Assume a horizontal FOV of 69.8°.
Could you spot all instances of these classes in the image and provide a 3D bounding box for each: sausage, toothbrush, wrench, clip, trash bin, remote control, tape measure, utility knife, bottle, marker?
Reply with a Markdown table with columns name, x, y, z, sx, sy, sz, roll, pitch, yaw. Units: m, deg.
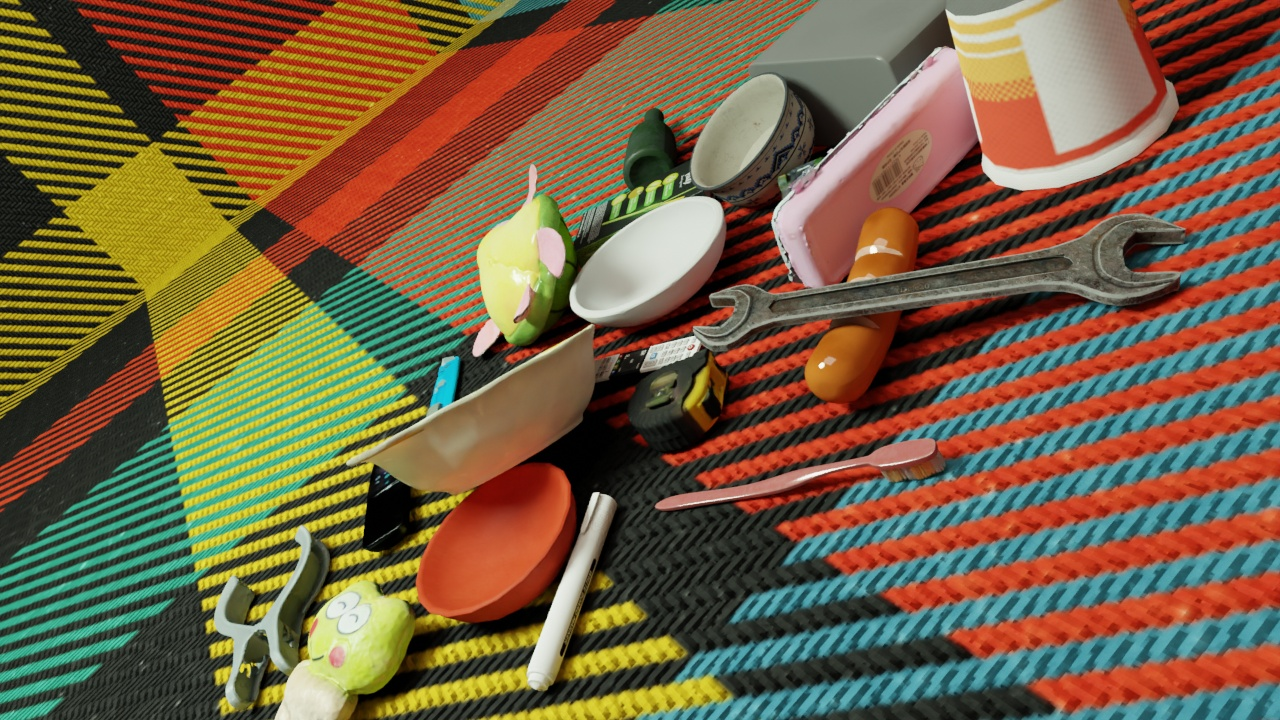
| name | x | y | z | sx | sy | sz | roll | pitch | yaw |
| --- | --- | --- | --- | --- | --- | --- | --- | --- | --- |
| sausage | 0.143 | -0.036 | 0.576 | 0.039 | 0.044 | 0.163 | -13 | 37 | 43 |
| toothbrush | 0.082 | 0.071 | 0.524 | 0.185 | 0.016 | 0.015 | -17 | 34 | 36 |
| wrench | 0.164 | -0.042 | 0.529 | 0.274 | 0.010 | 0.069 | -8 | 42 | 17 |
| clip | -0.269 | 0.181 | 0.722 | 0.143 | 0.029 | 0.172 | -42 | 30 | -7 |
| trash bin | 0.235 | -0.289 | 0.791 | 0.219 | 0.097 | 0.192 | -44 | 30 | -11 |
| remote control | -0.004 | 0.004 | 0.709 | 0.124 | 0.012 | 0.028 | -13 | 37 | 36 |
| tape measure | 0.022 | 0.029 | 0.619 | 0.067 | 0.038 | 0.062 | -21 | 33 | 25 |
| remote control | -0.209 | 0.107 | 0.773 | 0.041 | 0.020 | 0.151 | -34 | 28 | 7 |
| utility knife | -0.186 | 0.038 | 0.853 | 0.031 | 0.015 | 0.158 | -25 | 30 | 10 |
| bottle | 0.013 | -0.236 | 0.993 | 0.055 | 0.055 | 0.173 | -25 | 30 | 19 |
| marker | -0.041 | 0.135 | 0.551 | 0.017 | 0.020 | 0.133 | -12 | 37 | 30 |

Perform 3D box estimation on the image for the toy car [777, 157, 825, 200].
| name | x | y | z | sx | sy | sz | roll | pitch | yaw |
| --- | --- | --- | --- | --- | --- | --- | --- | --- | --- |
| toy car | 0.133 | -0.125 | 0.723 | 0.042 | 0.036 | 0.091 | -22 | 32 | 24 |

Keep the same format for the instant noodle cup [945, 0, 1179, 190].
| name | x | y | z | sx | sy | sz | roll | pitch | yaw |
| --- | --- | --- | --- | --- | --- | --- | --- | --- | --- |
| instant noodle cup | 0.267 | -0.199 | 0.600 | 0.124 | 0.121 | 0.123 | -27 | 31 | 17 |

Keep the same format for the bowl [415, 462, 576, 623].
| name | x | y | z | sx | sy | sz | roll | pitch | yaw |
| --- | --- | --- | --- | --- | --- | --- | --- | --- | --- |
| bowl | -0.087 | 0.124 | 0.601 | 0.122 | 0.035 | 0.121 | -27 | 31 | 17 |

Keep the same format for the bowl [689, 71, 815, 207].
| name | x | y | z | sx | sy | sz | roll | pitch | yaw |
| --- | --- | --- | --- | --- | --- | --- | --- | --- | --- |
| bowl | 0.103 | -0.184 | 0.798 | 0.116 | 0.059 | 0.115 | -37 | 38 | 35 |

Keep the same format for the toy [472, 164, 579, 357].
| name | x | y | z | sx | sy | sz | roll | pitch | yaw |
| --- | --- | --- | --- | --- | --- | --- | --- | --- | --- |
| toy | -0.108 | -0.087 | 0.864 | 0.238 | 0.087 | 0.190 | -143 | 66 | -70 |

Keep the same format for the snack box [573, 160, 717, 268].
| name | x | y | z | sx | sy | sz | roll | pitch | yaw |
| --- | --- | --- | --- | --- | --- | --- | --- | --- | --- |
| snack box | 0.005 | -0.145 | 0.899 | 0.148 | 0.025 | 0.080 | -22 | 32 | 24 |

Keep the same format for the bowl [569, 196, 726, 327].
| name | x | y | z | sx | sy | sz | roll | pitch | yaw |
| --- | --- | --- | --- | --- | --- | --- | --- | --- | --- |
| bowl | 0.013 | -0.074 | 0.770 | 0.150 | 0.043 | 0.149 | -27 | 30 | 17 |

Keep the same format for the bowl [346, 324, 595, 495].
| name | x | y | z | sx | sy | sz | roll | pitch | yaw |
| --- | --- | --- | --- | --- | --- | --- | --- | --- | --- |
| bowl | -0.103 | 0.045 | 0.666 | 0.218 | 0.060 | 0.189 | -31 | 4 | -43 |

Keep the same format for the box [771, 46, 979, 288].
| name | x | y | z | sx | sy | sz | roll | pitch | yaw |
| --- | --- | --- | --- | --- | --- | --- | --- | --- | --- |
| box | 0.171 | -0.140 | 0.658 | 0.202 | 0.086 | 0.044 | -45 | 39 | -13 |

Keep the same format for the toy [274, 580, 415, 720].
| name | x | y | z | sx | sy | sz | roll | pitch | yaw |
| --- | --- | --- | --- | --- | --- | --- | --- | --- | --- |
| toy | -0.197 | 0.201 | 0.600 | 0.092 | 0.046 | 0.115 | 10 | 61 | 49 |
